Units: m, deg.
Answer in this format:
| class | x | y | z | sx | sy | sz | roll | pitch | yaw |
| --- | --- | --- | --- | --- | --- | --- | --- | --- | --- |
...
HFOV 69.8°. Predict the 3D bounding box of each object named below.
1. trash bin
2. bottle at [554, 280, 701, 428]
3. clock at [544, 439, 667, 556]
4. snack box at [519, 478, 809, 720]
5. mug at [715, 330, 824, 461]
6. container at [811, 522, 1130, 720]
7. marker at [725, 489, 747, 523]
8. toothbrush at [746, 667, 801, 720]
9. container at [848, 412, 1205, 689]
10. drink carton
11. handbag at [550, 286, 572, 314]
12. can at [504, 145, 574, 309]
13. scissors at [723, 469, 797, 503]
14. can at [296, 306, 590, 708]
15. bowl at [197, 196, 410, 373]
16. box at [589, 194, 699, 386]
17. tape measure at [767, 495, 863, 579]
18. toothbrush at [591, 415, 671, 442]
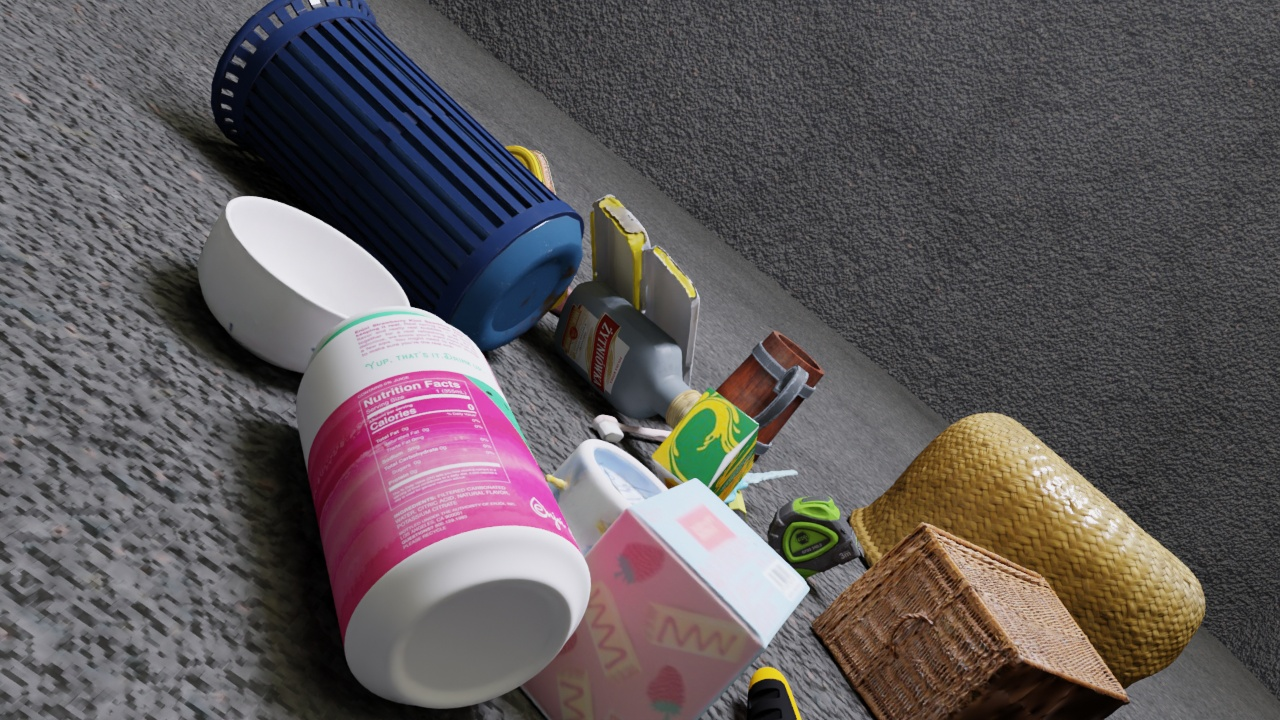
| class | x | y | z | sx | sy | sz | roll | pitch | yaw |
| --- | --- | --- | --- | --- | --- | --- | --- | --- | --- |
| trash bin | -0.162 | -0.126 | 0.643 | 0.249 | 0.139 | 0.139 | 44 | 15 | 11 |
| bottle | -0.004 | 0.004 | 0.728 | 0.046 | 0.072 | 0.161 | -3 | 34 | -43 |
| clock | -0.011 | 0.091 | 0.532 | 0.089 | 0.052 | 0.125 | 45 | 12 | 22 |
| snack box | 0.009 | 0.116 | 0.408 | 0.079 | 0.095 | 0.093 | 43 | 15 | 15 |
| mug | 0.121 | 0.038 | 0.898 | 0.081 | 0.111 | 0.117 | 38 | 14 | -7 |
| container | 0.238 | 0.212 | 0.655 | 0.198 | 0.114 | 0.112 | 26 | 24 | -37 |
| marker | 0.072 | 0.125 | 0.698 | 0.021 | 0.017 | 0.123 | 36 | 14 | -11 |
| toothbrush | 0.067 | 0.208 | 0.410 | 0.031 | 0.031 | 0.196 | 61 | 11 | -19 |
| container | 0.388 | 0.197 | 0.924 | 0.307 | 0.197 | 0.306 | 37 | 13 | -10 |
| drink carton | 0.045 | 0.070 | 0.626 | 0.041 | 0.058 | 0.122 | 37 | -12 | 16 |
| handbag | -0.091 | -0.080 | 0.914 | 0.055 | 0.029 | 0.119 | 38 | 8 | -16 |
| can | -0.103 | -0.110 | 0.768 | 0.101 | 0.072 | 0.131 | -80 | 157 | -76 |
| scissors | 0.081 | 0.097 | 0.745 | 0.136 | 0.015 | 0.056 | 4 | 20 | -41 |
| can | -0.087 | 0.052 | 0.375 | 0.088 | 0.088 | 0.166 | 27 | 19 | -40 |
| bowl | -0.178 | -0.033 | 0.477 | 0.105 | 0.054 | 0.104 | 37 | 16 | -13 |
| box | 0.003 | -0.036 | 0.775 | 0.127 | 0.023 | 0.210 | 46 | -22 | 23 |
| tape measure | 0.132 | 0.137 | 0.721 | 0.058 | 0.066 | 0.035 | 63 | 16 | -6 |
| toothbrush | 0.018 | 0.064 | 0.755 | 0.181 | 0.016 | 0.018 | 17 | 33 | -56 |
